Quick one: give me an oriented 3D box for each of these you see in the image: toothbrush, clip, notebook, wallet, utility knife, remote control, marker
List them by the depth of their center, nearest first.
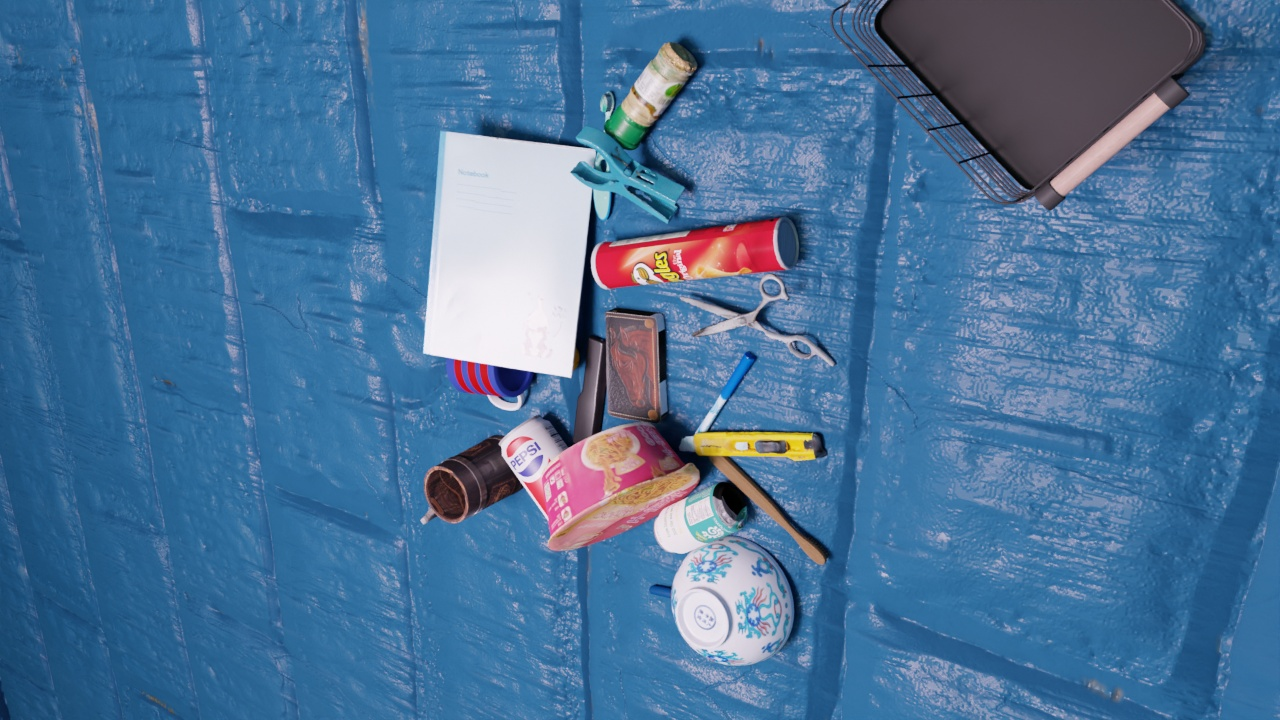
[{"bbox_3d":[-0.024,-0.182,0.950,0.130,0.031,0.121,41,149,-14],"label":"clip"},{"bbox_3d":[0.114,0.090,0.963,0.165,0.017,0.030,-2,100,33],"label":"utility knife"},{"bbox_3d":[-0.038,-0.214,0.970,0.022,0.017,0.135,13,112,22],"label":"toothbrush"},{"bbox_3d":[0.135,0.153,0.975,0.167,0.016,0.016,43,123,17],"label":"toothbrush"},{"bbox_3d":[0.083,0.047,0.976,0.013,0.013,0.142,41,124,17],"label":"marker"},{"bbox_3d":[-0.006,0.006,1.019,0.072,0.019,0.123,8,109,28],"label":"wallet"},{"bbox_3d":[-0.149,-0.117,1.021,0.181,0.009,0.253,9,102,10],"label":"notebook"},{"bbox_3d":[0.081,0.277,1.052,0.168,0.014,0.014,4,102,34],"label":"toothbrush"},{"bbox_3d":[-0.058,0.038,1.067,0.032,0.015,0.137,21,116,28],"label":"remote control"}]

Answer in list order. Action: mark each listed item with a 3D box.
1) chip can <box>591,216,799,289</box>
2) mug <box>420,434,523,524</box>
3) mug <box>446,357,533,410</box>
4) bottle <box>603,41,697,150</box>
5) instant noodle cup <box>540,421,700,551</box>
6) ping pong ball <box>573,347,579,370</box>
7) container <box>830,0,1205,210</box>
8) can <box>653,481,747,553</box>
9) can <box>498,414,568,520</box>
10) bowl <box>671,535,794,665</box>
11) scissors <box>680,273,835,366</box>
[{"bbox_3d":[0.051,-0.106,0.923,0.215,0.051,0.052,-3,104,35],"label":"chip can"},{"bbox_3d":[-0.216,0.159,1.157,0.080,0.107,0.116,51,126,10],"label":"mug"},{"bbox_3d":[-0.174,0.018,1.113,0.076,0.074,0.112,4,133,33],"label":"mug"},{"bbox_3d":[0.010,-0.261,0.907,0.043,0.043,0.111,50,124,11],"label":"bottle"},{"bbox_3d":[-0.032,0.132,0.996,0.179,0.178,0.077,-42,64,36],"label":"instant noodle cup"},{"bbox_3d":[-0.090,-0.003,1.061,0.040,0.040,0.040,11,111,31],"label":"ping pong ball"},{"bbox_3d":[0.273,-0.243,0.677,0.241,0.130,0.163,51,126,10],"label":"container"},{"bbox_3d":[0.065,0.174,1.003,0.102,0.054,0.055,-32,86,37],"label":"can"},{"bbox_3d":[-0.107,0.136,1.099,0.070,0.070,0.132,-43,80,36],"label":"can"},{"bbox_3d":[0.085,0.269,0.993,0.144,0.074,0.144,4,97,34],"label":"bowl"},{"bbox_3d":[0.116,-0.031,0.920,0.162,0.014,0.142,41,142,0],"label":"scissors"}]
